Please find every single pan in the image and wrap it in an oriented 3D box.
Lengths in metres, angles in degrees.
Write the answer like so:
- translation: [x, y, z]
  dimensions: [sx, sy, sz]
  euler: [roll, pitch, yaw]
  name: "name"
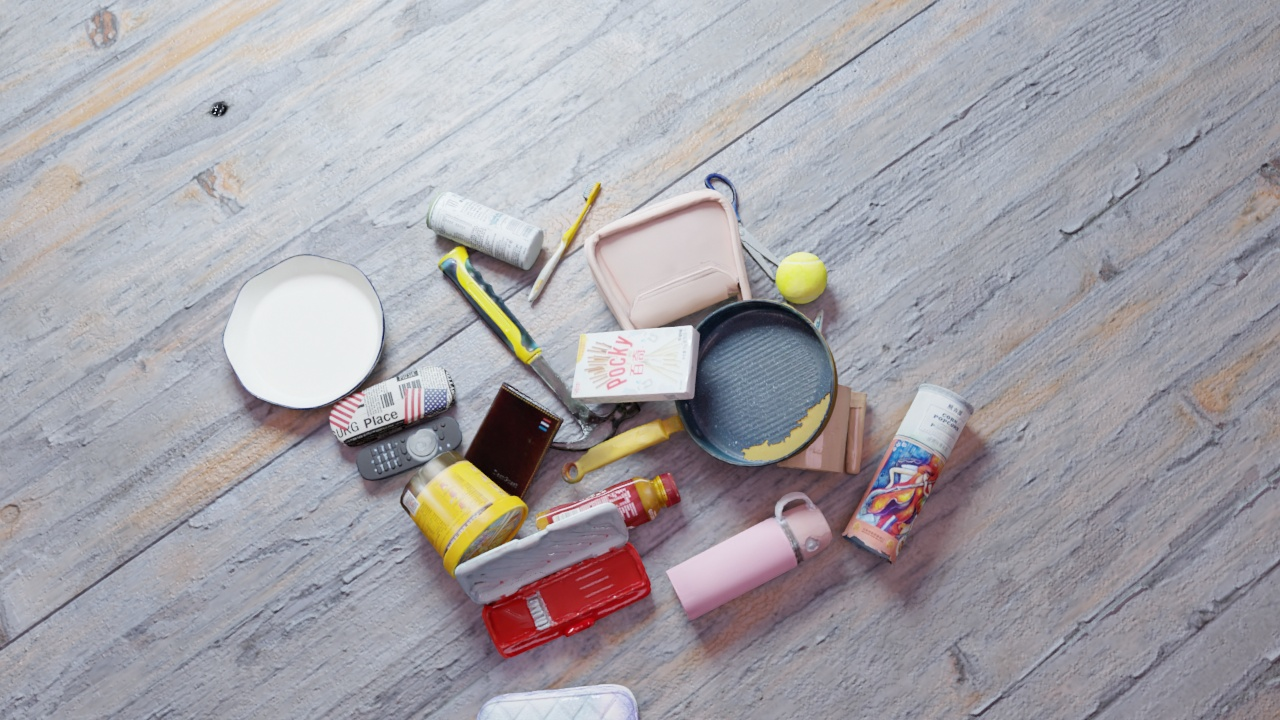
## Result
- translation: [0.063, 0.063, 1.097]
  dimensions: [0.358, 0.078, 0.197]
  euler: [-30, 70, 20]
  name: "pan"

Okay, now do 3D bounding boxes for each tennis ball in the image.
- translation: [0.206, -0.105, 1.173]
  dimensions: [0.065, 0.065, 0.065]
  euler: [0, 77, 1]
  name: "tennis ball"

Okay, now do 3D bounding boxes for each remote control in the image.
- translation: [-0.290, 0.112, 1.158]
  dimensions: [0.136, 0.024, 0.053]
  euler: [-21, 77, -4]
  name: "remote control"

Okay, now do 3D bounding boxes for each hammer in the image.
- translation: [-0.151, -0.016, 1.179]
  dimensions: [0.126, 0.032, 0.323]
  euler: [-40, 80, -8]
  name: "hammer"

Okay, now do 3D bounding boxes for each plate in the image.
- translation: [-0.427, -0.034, 1.183]
  dimensions: [0.205, 0.045, 0.204]
  euler: [0, 78, 1]
  name: "plate"

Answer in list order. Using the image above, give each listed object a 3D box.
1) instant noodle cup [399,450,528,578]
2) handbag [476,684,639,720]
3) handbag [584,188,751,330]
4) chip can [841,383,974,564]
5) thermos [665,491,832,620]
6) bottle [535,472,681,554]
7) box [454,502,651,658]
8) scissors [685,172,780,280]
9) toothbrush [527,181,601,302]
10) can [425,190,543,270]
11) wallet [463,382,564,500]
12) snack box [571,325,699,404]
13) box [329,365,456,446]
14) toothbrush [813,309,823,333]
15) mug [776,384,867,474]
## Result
- translation: [-0.216, 0.179, 1.099]
  dimensions: [0.114, 0.118, 0.118]
  euler: [41, 81, 16]
  name: "instant noodle cup"
- translation: [-0.094, 0.449, 1.054]
  dimensions: [0.194, 0.075, 0.134]
  euler: [-6, 78, 1]
  name: "handbag"
- translation: [0.051, -0.083, 1.158]
  dimensions: [0.193, 0.093, 0.234]
  euler: [-22, 94, 2]
  name: "handbag"
- translation: [0.324, 0.137, 1.115]
  dimensions: [0.071, 0.071, 0.214]
  euler: [30, 81, 7]
  name: "chip can"
- translation: [0.128, 0.229, 1.096]
  dimensions: [0.198, 0.067, 0.087]
  euler: [-27, 114, -3]
  name: "thermos"
- translation: [-0.038, 0.184, 1.119]
  dimensions: [0.175, 0.057, 0.057]
  euler: [-20, 78, -3]
  name: "bottle"
- translation: [-0.100, 0.255, 1.082]
  dimensions: [0.201, 0.058, 0.161]
  euler: [-23, 116, -3]
  name: "box"
- translation: [0.119, -0.170, 1.217]
  dimensions: [0.133, 0.012, 0.172]
  euler: [-12, 78, -2]
  name: "scissors"
- translation: [-0.103, -0.159, 1.218]
  dimensions: [0.018, 0.016, 0.191]
  euler: [26, 79, 18]
  name: "toothbrush"
- translation: [-0.203, -0.171, 1.201]
  dimensions: [0.147, 0.058, 0.058]
  euler: [22, 79, 6]
  name: "can"
- translation: [-0.160, 0.102, 1.139]
  dimensions: [0.096, 0.020, 0.122]
  euler: [31, 99, 17]
  name: "wallet"
- translation: [-0.007, 0.006, 1.107]
  dimensions: [0.157, 0.027, 0.084]
  euler: [-4, 69, 27]
  name: "snack box"
- translation: [-0.314, 0.059, 1.166]
  dimensions: [0.164, 0.052, 0.068]
  euler: [-20, 89, -2]
  name: "box"
- translation: [0.212, 0.025, 1.171]
  dimensions: [0.018, 0.016, 0.191]
  euler: [17, 79, -5]
  name: "toothbrush"
- translation: [0.226, 0.084, 1.122]
  dimensions: [0.124, 0.084, 0.103]
  euler: [11, 82, -32]
  name: "mug"
